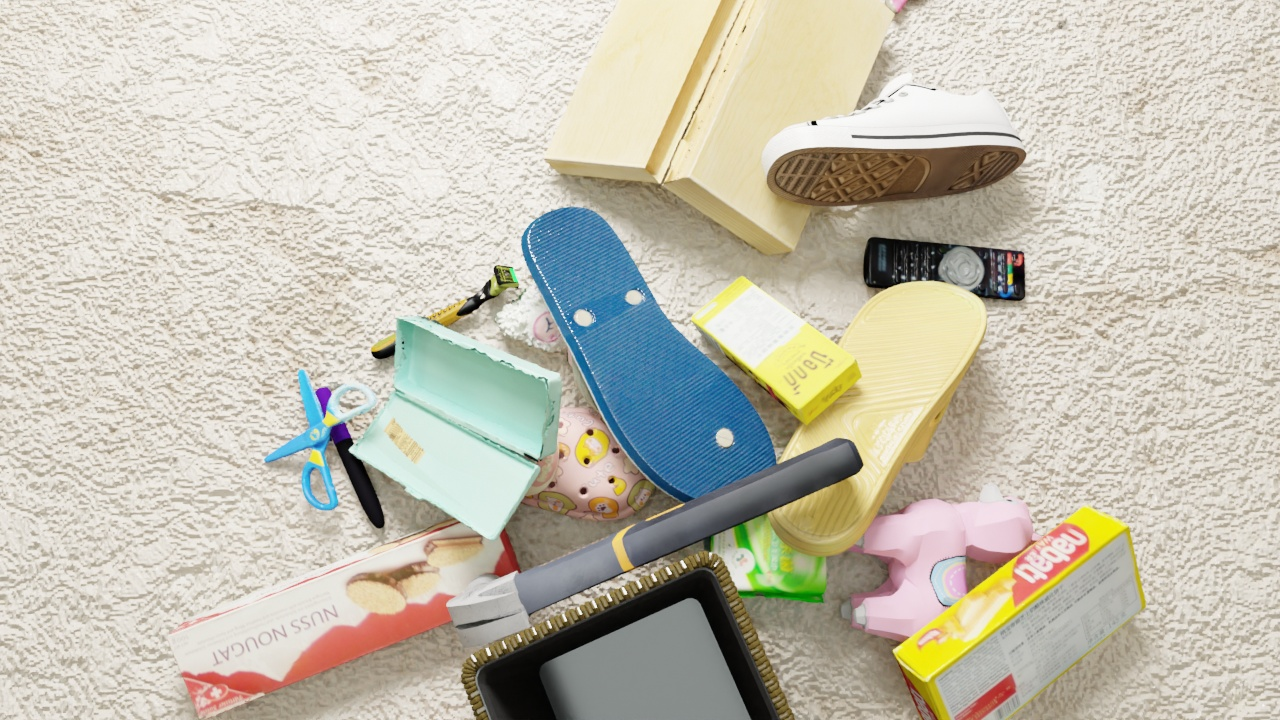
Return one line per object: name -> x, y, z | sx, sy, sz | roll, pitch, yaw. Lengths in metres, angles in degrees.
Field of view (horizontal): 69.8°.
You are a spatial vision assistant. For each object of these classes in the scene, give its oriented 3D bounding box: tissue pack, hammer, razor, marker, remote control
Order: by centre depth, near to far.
hammer -> 0.011, 0.127, 0.660 | 0.312, 0.139, 0.035 | -23, 87, -3
tissue pack -> 0.103, 0.139, 0.755 | 0.099, 0.034, 0.114 | 2, 80, 0
marker -> -0.250, 0.083, 0.785 | 0.018, 0.015, 0.134 | -29, 78, 8
razor -> -0.172, -0.040, 0.803 | 0.144, 0.044, 0.021 | -28, 120, -1
remote control -> 0.267, -0.079, 0.804 | 0.140, 0.021, 0.045 | 5, 79, -2

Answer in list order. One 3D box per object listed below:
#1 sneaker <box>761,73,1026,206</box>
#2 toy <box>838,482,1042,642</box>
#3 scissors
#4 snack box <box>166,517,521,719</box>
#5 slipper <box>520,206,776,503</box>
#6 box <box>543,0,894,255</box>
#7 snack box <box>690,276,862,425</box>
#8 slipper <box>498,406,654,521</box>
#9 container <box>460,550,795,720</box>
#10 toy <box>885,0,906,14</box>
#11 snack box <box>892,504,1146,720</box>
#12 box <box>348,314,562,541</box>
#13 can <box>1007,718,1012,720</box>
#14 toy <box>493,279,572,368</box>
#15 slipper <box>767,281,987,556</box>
sneaker -> 0.210, -0.197, 0.774 | 0.245, 0.091, 0.097 | -9, 72, -19
toy -> 0.239, 0.162, 0.729 | 0.157, 0.067, 0.123 | -2, 80, -4
scissors -> -0.270, 0.063, 0.772 | 0.127, 0.013, 0.125 | -26, 75, 14
snack box -> -0.233, 0.200, 0.737 | 0.273, 0.044, 0.076 | -20, 93, -3
slipper -> -0.004, 0.004, 0.755 | 0.118, 0.060, 0.295 | -28, 79, -30
box -> 0.069, -0.251, 0.810 | 0.253, 0.119, 0.247 | 21, 78, 12
snack box -> 0.108, -0.012, 0.751 | 0.061, 0.025, 0.149 | -40, 45, -6
slipper -> -0.085, 0.074, 0.750 | 0.197, 0.081, 0.093 | 9, 77, 6
container -> 0.034, 0.314, 0.629 | 0.176, 0.205, 0.321 | -23, 78, -4
toy -> 0.260, -0.374, 0.857 | 0.102, 0.050, 0.065 | -27, 112, 3
snack box -> 0.291, 0.203, 0.697 | 0.200, 0.042, 0.092 | -33, 116, -11
box -> -0.147, 0.048, 0.730 | 0.187, 0.055, 0.138 | 22, 97, 37
can -> 0.254, 0.321, 0.705 | 0.044, 0.044, 0.106 | 39, 81, 9
toy -> -0.060, -0.040, 0.796 | 0.109, 0.041, 0.095 | 33, 79, 2
slipper -> 0.187, 0.046, 0.745 | 0.099, 0.078, 0.262 | 27, 68, 21
